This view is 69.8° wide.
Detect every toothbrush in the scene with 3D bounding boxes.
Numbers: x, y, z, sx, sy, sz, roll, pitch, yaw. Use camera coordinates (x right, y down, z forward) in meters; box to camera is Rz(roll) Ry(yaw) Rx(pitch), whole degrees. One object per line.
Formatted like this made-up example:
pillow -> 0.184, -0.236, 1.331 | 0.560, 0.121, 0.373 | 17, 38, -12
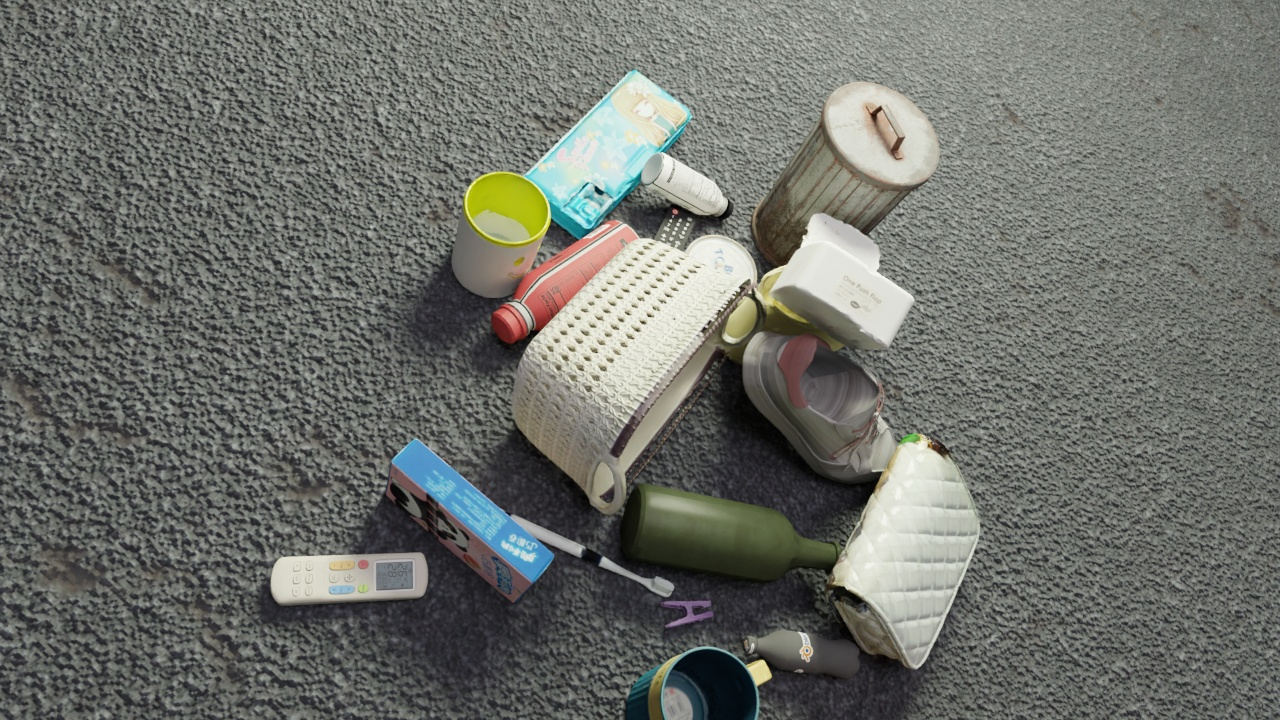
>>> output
toothbrush -> -0.054, 0.173, 0.837 | 0.187, 0.017, 0.012 | 25, 46, -6

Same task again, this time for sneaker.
sneaker -> 0.200, 0.053, 0.895 | 0.236, 0.090, 0.099 | 38, 70, -32

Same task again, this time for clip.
clip -> 0.043, 0.231, 0.846 | 0.051, 0.013, 0.033 | -4, 68, -24

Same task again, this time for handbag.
handbag -> 0.152, -0.042, 0.957 | 0.111, 0.119, 0.081 | -1, 71, -22
handbag -> 0.251, 0.183, 0.885 | 0.194, 0.073, 0.139 | -52, 125, -31

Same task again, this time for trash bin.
trash bin -> 0.218, -0.193, 0.998 | 0.130, 0.212, 0.130 | 8, 63, -16

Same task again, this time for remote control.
remote control -> -0.242, 0.182, 0.767 | 0.125, 0.018, 0.038 | 2, 65, -19
remote control -> 0.025, -0.116, 1.008 | 0.033, 0.015, 0.146 | 28, 59, -4

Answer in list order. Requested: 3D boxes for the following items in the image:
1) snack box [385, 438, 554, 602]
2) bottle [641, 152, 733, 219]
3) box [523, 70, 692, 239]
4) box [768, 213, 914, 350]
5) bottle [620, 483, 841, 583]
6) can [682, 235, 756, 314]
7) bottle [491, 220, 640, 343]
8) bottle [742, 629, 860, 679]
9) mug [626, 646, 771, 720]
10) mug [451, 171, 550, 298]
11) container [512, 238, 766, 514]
snack box -> -0.148, 0.139, 0.780 | 0.154, 0.088, 0.033 | 40, 60, 2
bottle -> 0.057, -0.190, 1.027 | 0.116, 0.041, 0.041 | 22, 57, -34
box -> -0.035, -0.236, 1.032 | 0.094, 0.040, 0.226 | 37, 59, 1
box -> 0.189, -0.074, 0.879 | 0.111, 0.101, 0.188 | 33, 16, -8
bottle -> 0.088, 0.168, 0.858 | 0.206, 0.072, 0.071 | 13, 61, -13
can -> 0.081, -0.091, 0.999 | 0.086, 0.043, 0.086 | 7, 64, -15
bottle -> -0.074, -0.076, 0.926 | 0.176, 0.062, 0.062 | -38, 81, -30
bottle -> 0.148, 0.270, 0.848 | 0.110, 0.036, 0.036 | 13, 61, -13
mug -> 0.053, 0.284, 0.767 | 0.113, 0.107, 0.083 | -17, 70, -25
mug -> -0.139, -0.120, 0.900 | 0.082, 0.106, 0.082 | 8, 62, -16
container -> -0.005, 0.005, 0.848 | 0.143, 0.185, 0.250 | 35, 58, 10
